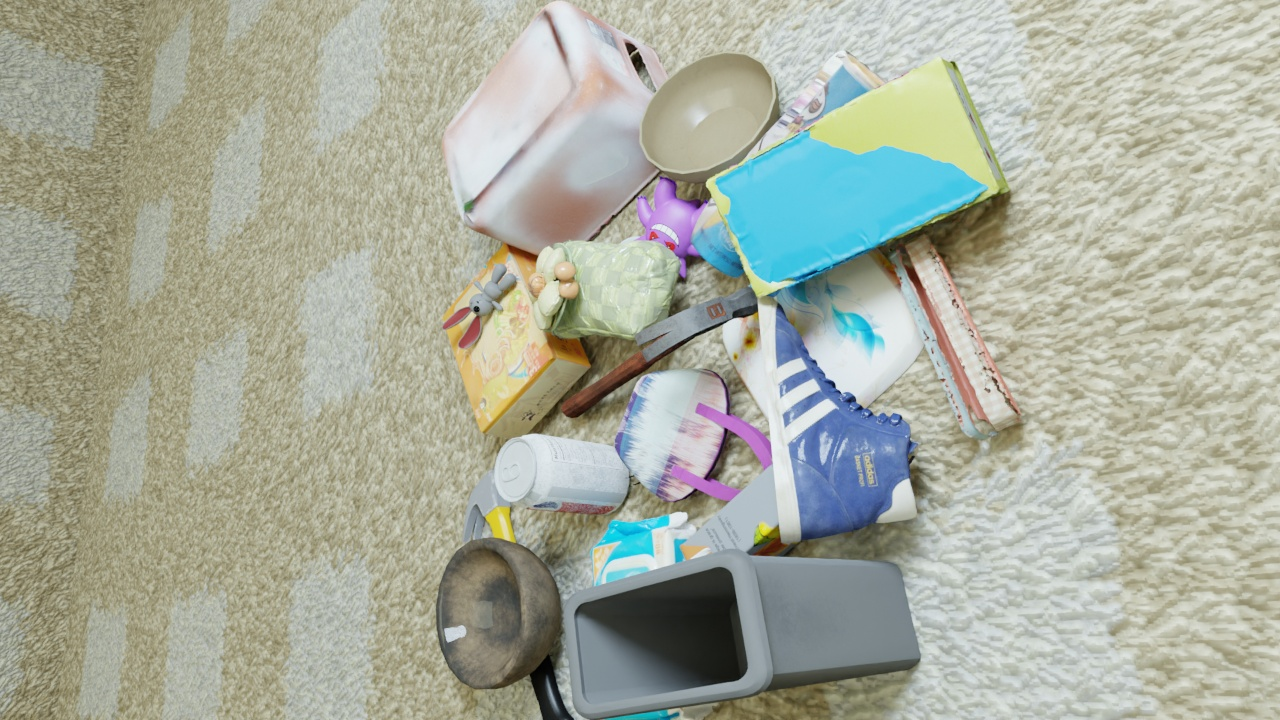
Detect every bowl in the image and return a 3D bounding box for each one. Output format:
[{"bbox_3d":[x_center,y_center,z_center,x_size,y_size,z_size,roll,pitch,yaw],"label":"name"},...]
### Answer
[{"bbox_3d":[0.077,-0.245,0.958,0.153,0.050,0.152,-13,60,24],"label":"bowl"},{"bbox_3d":[-0.153,0.280,1.025,0.163,0.070,0.162,-11,74,42],"label":"bowl"}]

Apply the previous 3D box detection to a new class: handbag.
[{"bbox_3d":[-0.050,-0.078,0.970,0.187,0.116,0.113,5,89,49],"label":"handbag"},{"bbox_3d":[0.063,0.086,0.909,0.170,0.068,0.144,25,97,38],"label":"handbag"}]

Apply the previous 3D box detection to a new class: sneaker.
[{"bbox_3d":[0.168,0.037,0.778,0.118,0.091,0.232,-6,56,8],"label":"sneaker"}]

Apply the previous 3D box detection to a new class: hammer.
[{"bbox_3d":[-0.141,0.278,1.082,0.127,0.029,0.323,-41,55,31],"label":"hammer"},{"bbox_3d":[-0.006,0.005,0.951,0.302,0.110,0.028,-34,79,53],"label":"hammer"}]

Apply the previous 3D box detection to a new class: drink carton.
[{"bbox_3d":[0.104,0.156,0.839,0.125,0.076,0.048,-46,52,22],"label":"drink carton"}]

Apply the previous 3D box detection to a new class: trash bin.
[{"bbox_3d":[0.084,0.219,0.736,0.192,0.219,0.097,-26,63,38],"label":"trash bin"},{"bbox_3d":[-0.101,-0.263,1.082,0.260,0.157,0.181,-40,55,32],"label":"trash bin"}]

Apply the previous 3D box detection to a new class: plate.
[{"bbox_3d":[0.162,-0.029,0.864,0.187,0.016,0.187,-48,51,25],"label":"plate"}]

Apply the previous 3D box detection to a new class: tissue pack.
[{"bbox_3d":[0.010,0.254,0.913,0.117,0.066,0.209,-21,64,39],"label":"tissue pack"}]

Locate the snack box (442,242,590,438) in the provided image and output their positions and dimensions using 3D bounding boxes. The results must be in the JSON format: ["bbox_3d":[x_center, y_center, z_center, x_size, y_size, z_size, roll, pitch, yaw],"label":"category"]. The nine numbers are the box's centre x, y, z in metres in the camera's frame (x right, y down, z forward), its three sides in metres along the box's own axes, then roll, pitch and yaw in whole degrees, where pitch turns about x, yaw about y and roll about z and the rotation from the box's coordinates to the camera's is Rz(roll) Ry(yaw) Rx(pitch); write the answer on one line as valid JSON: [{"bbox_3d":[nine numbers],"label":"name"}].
[{"bbox_3d":[-0.150,-0.023,1.123,0.145,0.080,0.195,-45,51,26],"label":"snack box"}]

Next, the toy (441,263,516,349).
[{"bbox_3d":[-0.190,-0.067,1.094,0.049,0.030,0.112,46,109,11],"label":"toy"}]

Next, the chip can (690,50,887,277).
[{"bbox_3d":[0.142,-0.185,0.882,0.230,0.079,0.079,-47,51,26],"label":"chip can"}]

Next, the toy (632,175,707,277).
[{"bbox_3d":[0.037,-0.141,0.987,0.106,0.055,0.088,33,103,13],"label":"toy"}]

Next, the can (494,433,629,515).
[{"bbox_3d":[-0.082,0.123,0.982,0.078,0.136,0.078,-13,71,42],"label":"can"}]

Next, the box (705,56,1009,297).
[{"bbox_3d":[0.179,-0.149,0.778,0.222,0.082,0.124,-26,89,31],"label":"box"}]

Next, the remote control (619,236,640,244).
[{"bbox_3d":[-0.005,-0.083,1.032,0.060,0.028,0.114,-15,72,44],"label":"remote control"}]

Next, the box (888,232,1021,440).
[{"bbox_3d":[0.259,-0.027,0.750,0.058,0.060,0.186,101,156,-60],"label":"box"}]
